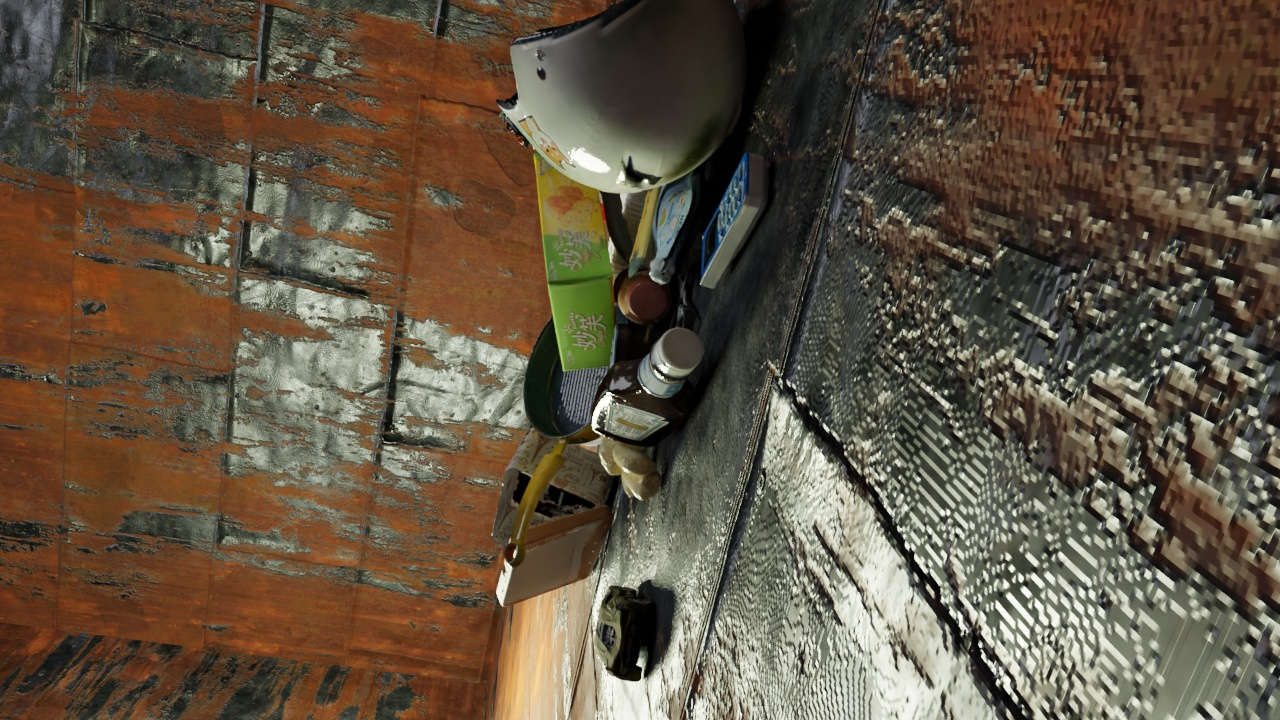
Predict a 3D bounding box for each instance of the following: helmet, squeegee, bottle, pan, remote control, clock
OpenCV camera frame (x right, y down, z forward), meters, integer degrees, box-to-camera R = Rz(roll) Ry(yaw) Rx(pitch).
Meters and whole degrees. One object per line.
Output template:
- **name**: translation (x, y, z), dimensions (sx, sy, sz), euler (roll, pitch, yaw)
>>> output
- **helmet**: translation (0.001, -0.235, 0.830), dimensions (0.157, 0.230, 0.274), euler (59, 170, -4)
- **squeegee**: translation (-0.038, -0.226, 1.094), dimensions (0.247, 0.039, 0.246), euler (125, 141, -65)
- **bottle**: translation (0.002, -0.071, 0.993), dimensions (0.175, 0.057, 0.057), euler (-117, 38, -81)
- **pan**: translation (-0.093, 0.075, 1.098), dimensions (0.198, 0.078, 0.356), euler (-12, 61, 45)
- **remote control**: translation (0.072, -0.107, 0.718), dimensions (0.125, 0.024, 0.049), euler (118, 160, -61)
- **bottle**: translation (0.009, 0.025, 0.790), dimensions (0.195, 0.080, 0.044), euler (123, 161, -65)
- **clock**: translation (-0.006, 0.006, 0.978), dimensions (0.122, 0.055, 0.082), euler (111, 164, -78)

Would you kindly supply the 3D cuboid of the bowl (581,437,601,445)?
- **bowl**: translation (-0.065, 0.049, 1.244), dimensions (0.064, 0.118, 0.118), euler (-31, -34, -47)

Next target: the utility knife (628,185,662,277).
- **utility knife**: translation (0.017, -0.187, 0.954), dimensions (0.031, 0.022, 0.215), euler (-17, 52, 58)

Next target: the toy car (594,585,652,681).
- **toy car**: translation (-0.020, 0.249, 0.851), dimensions (0.158, 0.042, 0.070), euler (134, 146, -79)

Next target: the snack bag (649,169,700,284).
- **snack bag**: translation (0.034, -0.144, 0.927), dimensions (0.110, 0.039, 0.190), euler (-61, 10, 16)

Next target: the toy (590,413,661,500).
- **toy**: translation (-0.010, 0.091, 0.934), dimensions (0.105, 0.066, 0.157), euler (59, 180, -18)

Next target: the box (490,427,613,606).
- **box**: translation (-0.121, 0.223, 1.172), dimensions (0.173, 0.152, 0.183), euler (-62, -7, -45)

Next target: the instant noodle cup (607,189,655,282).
- **instant noodle cup**: translation (-0.003, -0.169, 1.175), dimensions (0.137, 0.060, 0.174), euler (-97, 18, -63)

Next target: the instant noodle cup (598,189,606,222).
- **instant noodle cup**: translation (-0.024, -0.256, 1.279), dimensions (0.116, 0.116, 0.124), euler (-104, 38, -70)

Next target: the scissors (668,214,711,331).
- **scissors**: translation (0.043, -0.064, 0.907), dimensions (0.180, 0.014, 0.159), euler (105, 174, -48)

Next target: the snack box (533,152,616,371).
- **snack box**: translation (-0.072, -0.116, 1.043), dimensions (0.158, 0.070, 0.209), euler (86, 175, -53)
